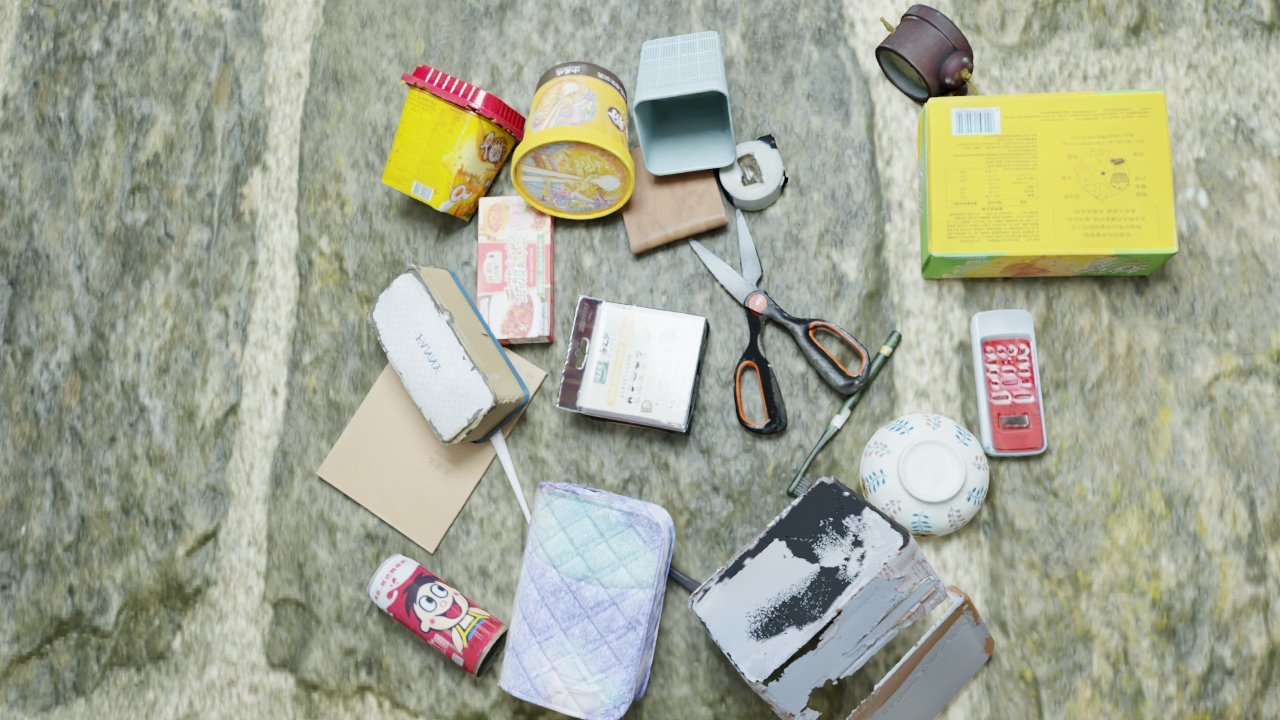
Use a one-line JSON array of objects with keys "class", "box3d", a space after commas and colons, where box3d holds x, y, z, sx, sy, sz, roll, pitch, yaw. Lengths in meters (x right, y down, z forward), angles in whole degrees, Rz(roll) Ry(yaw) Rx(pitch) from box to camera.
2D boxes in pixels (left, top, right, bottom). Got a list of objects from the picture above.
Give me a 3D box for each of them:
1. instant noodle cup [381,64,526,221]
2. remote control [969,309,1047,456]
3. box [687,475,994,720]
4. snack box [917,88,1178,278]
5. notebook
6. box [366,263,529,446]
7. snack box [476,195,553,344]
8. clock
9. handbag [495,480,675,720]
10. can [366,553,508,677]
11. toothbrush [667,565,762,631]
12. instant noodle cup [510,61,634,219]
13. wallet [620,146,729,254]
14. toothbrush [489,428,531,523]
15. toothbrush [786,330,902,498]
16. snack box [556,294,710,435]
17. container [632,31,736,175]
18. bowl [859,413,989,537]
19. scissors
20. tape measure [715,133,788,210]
[{"class": "instant noodle cup", "box3d": [-0.193, -0.216, 0.933, 0.116, 0.116, 0.124, 26, 95, 14]}, {"class": "remote control", "box3d": [0.336, 0.020, 0.840, 0.056, 0.020, 0.136, -3, 78, 9]}, {"class": "box", "box3d": [0.183, 0.239, 0.781, 0.183, 0.157, 0.193, -41, 119, -5]}, {"class": "snack box", "box3d": [0.366, -0.159, 0.845, 0.210, 0.070, 0.157, 0, 79, 9]}, {"class": "notebook", "box3d": [-0.210, 0.063, 0.925, 0.149, 0.012, 0.211, 31, 85, 12]}, {"class": "box", "box3d": [-0.183, -0.001, 0.882, 0.090, 0.059, 0.184, -38, 76, 23]}, {"class": "snack box", "box3d": [-0.126, -0.092, 0.929, 0.075, 0.025, 0.152, -2, 76, 4]}, {"class": "clock", "box3d": [0.280, -0.285, 0.880, 0.055, 0.082, 0.122, -45, 74, 3]}, {"class": "handbag", "box3d": [-0.048, 0.215, 0.825, 0.134, 0.075, 0.194, 12, 88, 15]}, {"class": "can", "box3d": [-0.191, 0.238, 0.863, 0.133, 0.053, 0.053, 31, 85, 14]}, {"class": "toothbrush", "box3d": [0.037, 0.201, 0.855, 0.181, 0.018, 0.015, 32, 85, 12]}, {"class": "instant noodle cup", "box3d": [-0.062, -0.219, 0.901, 0.118, 0.118, 0.114, -2, 60, 9]}, {"class": "wallet", "box3d": [0.027, -0.172, 0.926, 0.101, 0.020, 0.115, -18, 71, 8]}, {"class": "toothbrush", "box3d": [-0.130, 0.103, 0.894, 0.016, 0.016, 0.180, -23, 80, 2]}, {"class": "toothbrush", "box3d": [0.194, 0.051, 0.861, 0.017, 0.012, 0.185, 34, 86, 8]}, {"class": "snack box", "box3d": [-0.005, 0.005, 0.881, 0.126, 0.053, 0.113, 10, 80, 12]}, {"class": "container", "box3d": [0.044, -0.255, 0.893, 0.090, 0.090, 0.111, -5, 51, 9]}, {"class": "bowl", "box3d": [0.255, 0.100, 0.816, 0.113, 0.062, 0.113, -1, 79, 7]}, {"class": "scissors", "box3d": [0.117, -0.032, 0.882, 0.222, 0.021, 0.210, 27, 87, 19]}, {"class": "tape measure", "box3d": [0.111, -0.184, 0.911, 0.066, 0.033, 0.066, -19, 76, 7]}]
